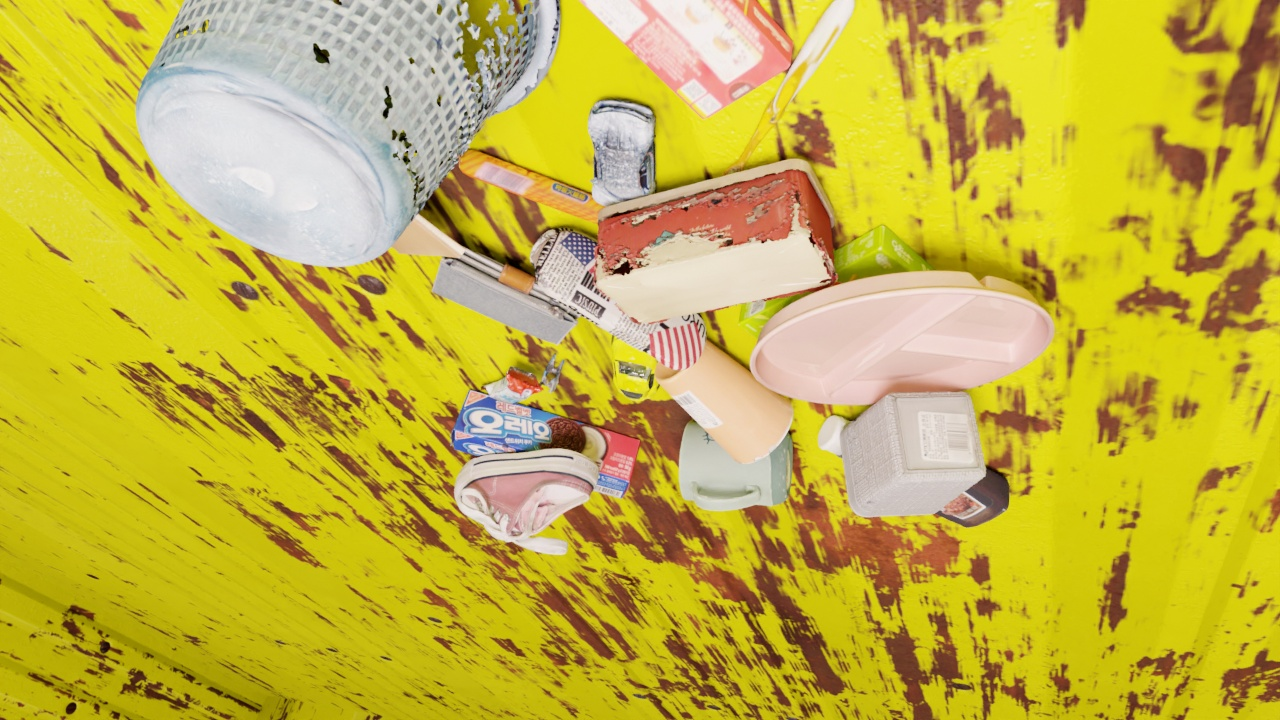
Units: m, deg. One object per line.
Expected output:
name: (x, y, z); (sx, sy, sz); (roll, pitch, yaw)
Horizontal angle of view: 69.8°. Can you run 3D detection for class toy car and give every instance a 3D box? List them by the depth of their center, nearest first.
toy car: (-0.013, -0.145, 0.672); (0.049, 0.031, 0.106); (11, 147, 9)
toy car: (-0.005, 0.005, 0.888); (0.048, 0.032, 0.105); (11, 145, 8)

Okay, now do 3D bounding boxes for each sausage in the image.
sausage: (-0.069, -0.131, 0.723); (0.165, 0.021, 0.022); (20, 147, -6)

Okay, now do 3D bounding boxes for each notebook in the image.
notebook: (-0.251, -0.148, 0.731); (0.211, 0.012, 0.150); (39, 165, -31)

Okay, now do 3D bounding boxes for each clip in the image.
clip: (-0.092, 0.017, 0.948); (0.036, 0.025, 0.058); (26, 151, -4)

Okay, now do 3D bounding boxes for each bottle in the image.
bottle: (0.269, 0.108, 0.915); (0.195, 0.043, 0.080); (24, 145, -11)

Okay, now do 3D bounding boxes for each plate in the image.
plate: (0.200, -0.014, 0.723); (0.229, 0.028, 0.230); (-1, 158, -1)

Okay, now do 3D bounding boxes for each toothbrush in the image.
toothbrush: (0.090, -0.166, 0.608); (0.016, 0.018, 0.192); (20, 148, -10)

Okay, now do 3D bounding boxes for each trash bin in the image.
trash bin: (-0.181, -0.174, 0.551); (0.226, 0.194, 0.227); (11, 146, 7)

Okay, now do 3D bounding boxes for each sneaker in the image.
sneaker: (-0.139, 0.158, 1.012); (0.118, 0.087, 0.242); (33, 148, -30)

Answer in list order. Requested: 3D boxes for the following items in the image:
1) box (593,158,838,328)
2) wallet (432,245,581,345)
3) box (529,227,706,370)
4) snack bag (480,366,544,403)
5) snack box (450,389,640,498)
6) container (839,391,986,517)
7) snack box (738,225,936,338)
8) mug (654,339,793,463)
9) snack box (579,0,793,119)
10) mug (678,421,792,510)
box: (0.053, -0.077, 0.674); (0.169, 0.078, 0.091); (-11, 152, 25)
wallet: (-0.119, -0.061, 0.828); (0.129, 0.037, 0.107); (25, 162, -11)
box: (-0.021, -0.046, 0.771); (0.162, 0.086, 0.076); (33, 129, -19)
snack bag: (-0.137, 0.030, 0.976); (0.045, 0.026, 0.105); (20, 161, -22)
snack box: (-0.108, 0.096, 1.039); (0.207, 0.058, 0.057); (17, 150, -1)
container: (0.240, 0.081, 0.813); (0.090, 0.090, 0.114); (-2, 158, -6)
snack box: (0.163, -0.046, 0.748); (0.085, 0.026, 0.157); (32, 143, -25)
mug: (0.074, 0.032, 0.860); (0.122, 0.078, 0.078); (39, 140, -24)
snack box: (0.017, -0.218, 0.556); (0.153, 0.025, 0.075); (36, 141, -29)
mug: (0.096, 0.113, 0.932); (0.106, 0.111, 0.082); (3, 121, 15)
